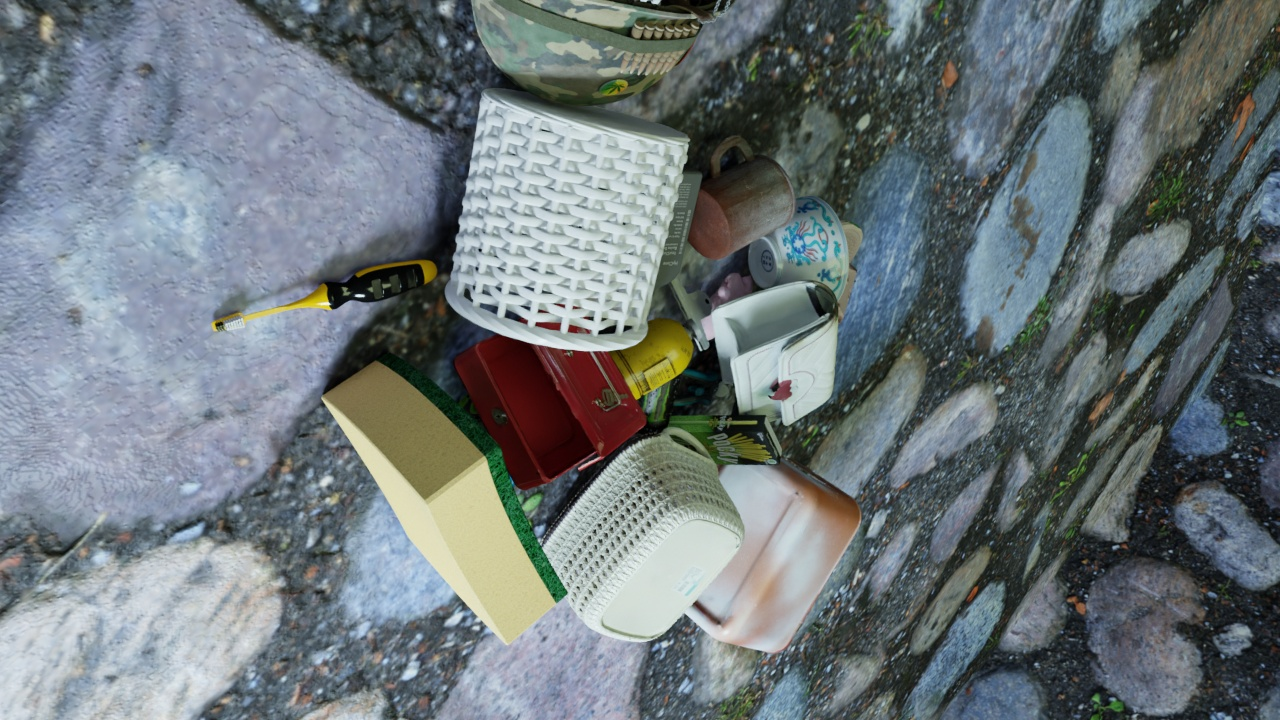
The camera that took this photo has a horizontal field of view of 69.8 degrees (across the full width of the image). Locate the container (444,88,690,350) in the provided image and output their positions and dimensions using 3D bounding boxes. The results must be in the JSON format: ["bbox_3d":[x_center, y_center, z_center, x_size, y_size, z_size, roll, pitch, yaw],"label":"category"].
[{"bbox_3d":[-0.066,-0.129,0.823,0.189,0.189,0.187,-5,116,-43],"label":"container"}]

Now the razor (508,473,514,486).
[{"bbox_3d":[-0.144,0.136,1.043,0.042,0.022,0.144,-5,121,-86],"label":"razor"}]

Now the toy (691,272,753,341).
[{"bbox_3d":[0.111,-0.064,1.142,0.099,0.053,0.096,7,108,-40],"label":"toy"}]

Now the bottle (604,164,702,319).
[{"bbox_3d":[0.007,-0.127,1.005,0.083,0.046,0.174,-9,120,-41],"label":"bottle"}]

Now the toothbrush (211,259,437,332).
[{"bbox_3d":[-0.268,-0.056,0.794,0.196,0.031,0.031,-20,122,-30],"label":"toothbrush"}]

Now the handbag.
[{"bbox_3d":[0.171,-0.002,1.115,0.142,0.096,0.199,-17,149,1],"label":"handbag"}]

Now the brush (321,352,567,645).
[{"bbox_3d":[-0.182,0.129,0.864,0.075,0.195,0.250,-37,135,-23],"label":"brush"}]

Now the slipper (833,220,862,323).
[{"bbox_3d":[0.229,-0.076,1.219,0.094,0.064,0.239,25,98,-47],"label":"slipper"}]

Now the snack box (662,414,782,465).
[{"bbox_3d":[0.097,0.102,1.168,0.080,0.148,0.025,58,38,-46],"label":"snack box"}]

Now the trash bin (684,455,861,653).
[{"bbox_3d":[0.161,0.259,1.301,0.157,0.181,0.260,29,94,-48],"label":"trash bin"}]

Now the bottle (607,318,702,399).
[{"bbox_3d":[-0.006,0.006,1.025,0.163,0.071,0.071,-31,135,-6],"label":"bottle"}]

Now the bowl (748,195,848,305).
[{"bbox_3d":[0.179,-0.124,1.118,0.074,0.144,0.144,-11,122,-23],"label":"bowl"}]

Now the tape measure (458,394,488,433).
[{"bbox_3d":[-0.156,0.050,0.945,0.065,0.059,0.036,-24,135,-28],"label":"tape measure"}]

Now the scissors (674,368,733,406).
[{"bbox_3d":[0.077,0.038,1.193,0.150,0.019,0.130,-46,142,-28],"label":"scissors"}]

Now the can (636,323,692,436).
[{"bbox_3d":[0.022,0.021,1.107,0.053,0.054,0.138,-5,118,-43],"label":"can"}]

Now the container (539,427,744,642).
[{"bbox_3d":[0.006,0.219,1.108,0.184,0.143,0.252,29,106,-43],"label":"container"}]

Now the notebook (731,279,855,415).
[{"bbox_3d":[0.220,-0.024,1.304,0.168,0.019,0.232,-3,116,-43],"label":"notebook"}]

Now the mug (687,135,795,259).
[{"bbox_3d":[0.104,-0.188,1.037,0.110,0.096,0.123,-33,114,-32],"label":"mug"}]

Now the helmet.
[{"bbox_3d":[-0.025,-0.320,0.731,0.224,0.192,0.237,-14,150,-14],"label":"helmet"}]

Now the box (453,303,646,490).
[{"bbox_3d":[-0.090,0.033,0.916,0.118,0.157,0.135,-30,179,31],"label":"box"}]

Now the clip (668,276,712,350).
[{"bbox_3d":[0.063,-0.063,1.091,0.040,0.101,0.054,-24,-178,20],"label":"clip"}]
